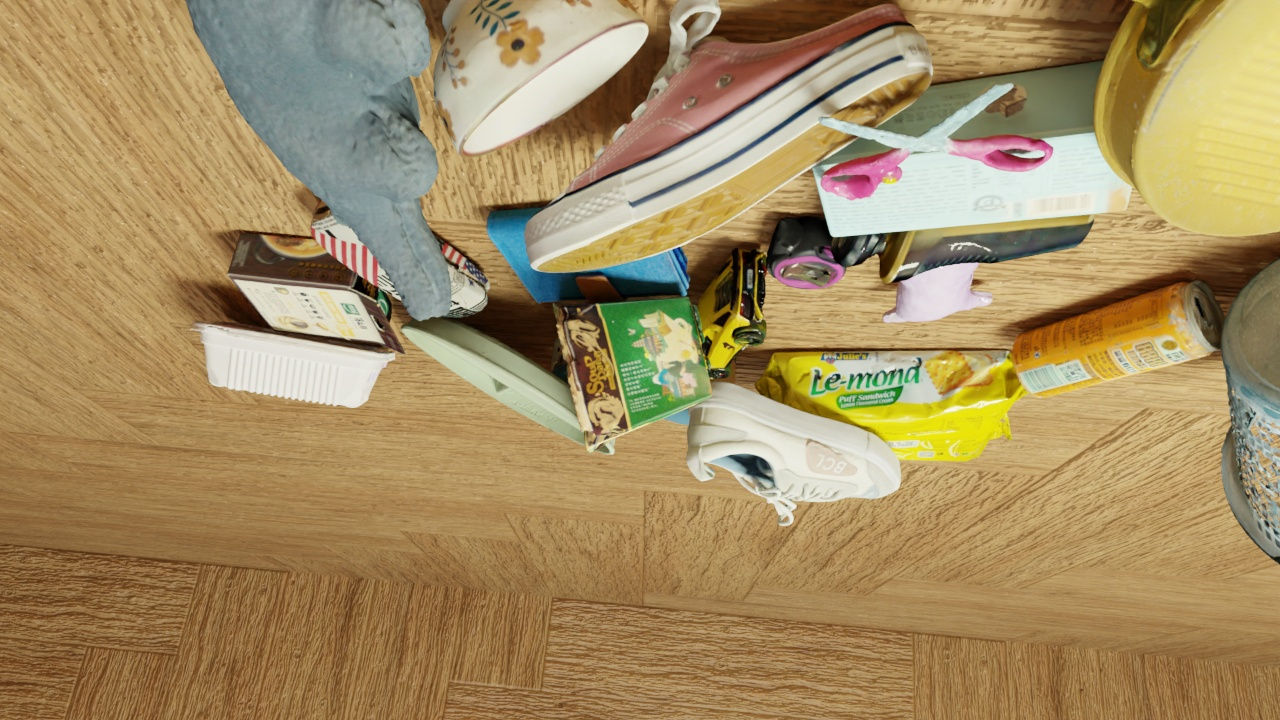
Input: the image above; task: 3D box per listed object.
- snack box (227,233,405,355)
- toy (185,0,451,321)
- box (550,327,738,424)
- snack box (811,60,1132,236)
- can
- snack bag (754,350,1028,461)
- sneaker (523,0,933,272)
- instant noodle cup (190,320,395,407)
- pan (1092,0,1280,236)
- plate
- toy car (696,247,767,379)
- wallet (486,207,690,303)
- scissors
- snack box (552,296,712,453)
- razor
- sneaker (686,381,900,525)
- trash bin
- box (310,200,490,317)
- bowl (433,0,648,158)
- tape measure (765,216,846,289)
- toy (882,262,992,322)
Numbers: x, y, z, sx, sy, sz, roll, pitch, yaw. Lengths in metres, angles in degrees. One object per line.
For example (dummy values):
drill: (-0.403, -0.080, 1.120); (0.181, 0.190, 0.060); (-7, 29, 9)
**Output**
snack box: (-0.270, -0.055, 0.790); (0.125, 0.053, 0.113); (6, 158, 0)
toy: (-0.156, -0.152, 0.445); (0.091, 0.138, 0.357); (-34, 158, -19)
box: (0.011, 0.009, 0.865); (0.184, 0.062, 0.090); (20, 154, -27)
snack box: (0.189, -0.118, 0.528); (0.175, 0.051, 0.074); (-3, 153, 20)
can: (0.372, -0.014, 0.724); (0.058, 0.058, 0.146); (20, 154, -30)
snack bag: (0.242, 0.049, 0.896); (0.247, 0.068, 0.158); (-1, 157, 13)
sneaker: (0.032, -0.128, 0.502); (0.241, 0.088, 0.118); (-27, 169, 21)
instant noodle cup: (-0.330, 0.005, 0.882); (0.173, 0.060, 0.138); (9, 180, -10)
pan: (0.229, -0.157, 0.384); (0.357, 0.078, 0.198); (6, 140, -19)
plate: (-0.119, 0.021, 0.864); (0.230, 0.027, 0.230); (28, 168, 6)
toy car: (0.067, -0.032, 0.739); (0.041, 0.071, 0.156); (8, 158, -9)
wallet: (-0.037, -0.081, 0.697); (0.133, 0.040, 0.106); (-1, 152, 18)
scissors: (0.145, -0.107, 0.465); (0.133, 0.017, 0.134); (7, 166, -17)
snack box: (-0.004, 0.004, 0.723); (0.105, 0.118, 0.117); (-12, 178, -3)
razor: (0.211, -0.088, 0.602); (0.167, 0.067, 0.062); (-4, -176, 3)
sneaker: (0.144, 0.101, 0.838); (0.242, 0.090, 0.090); (22, 156, -26)
trash bin: (0.504, 0.024, 0.623); (0.227, 0.226, 0.195); (-14, 138, 39)
box: (-0.186, -0.074, 0.722); (0.072, 0.060, 0.164); (9, 164, 40)
bowl: (-0.059, -0.158, 0.457); (0.114, 0.113, 0.062); (-25, 100, 51)
tape measure: (0.121, -0.075, 0.663); (0.058, 0.039, 0.057); (7, 157, -2)
toy: (0.221, -0.061, 0.675); (0.084, 0.038, 0.108); (-11, 148, 9)
